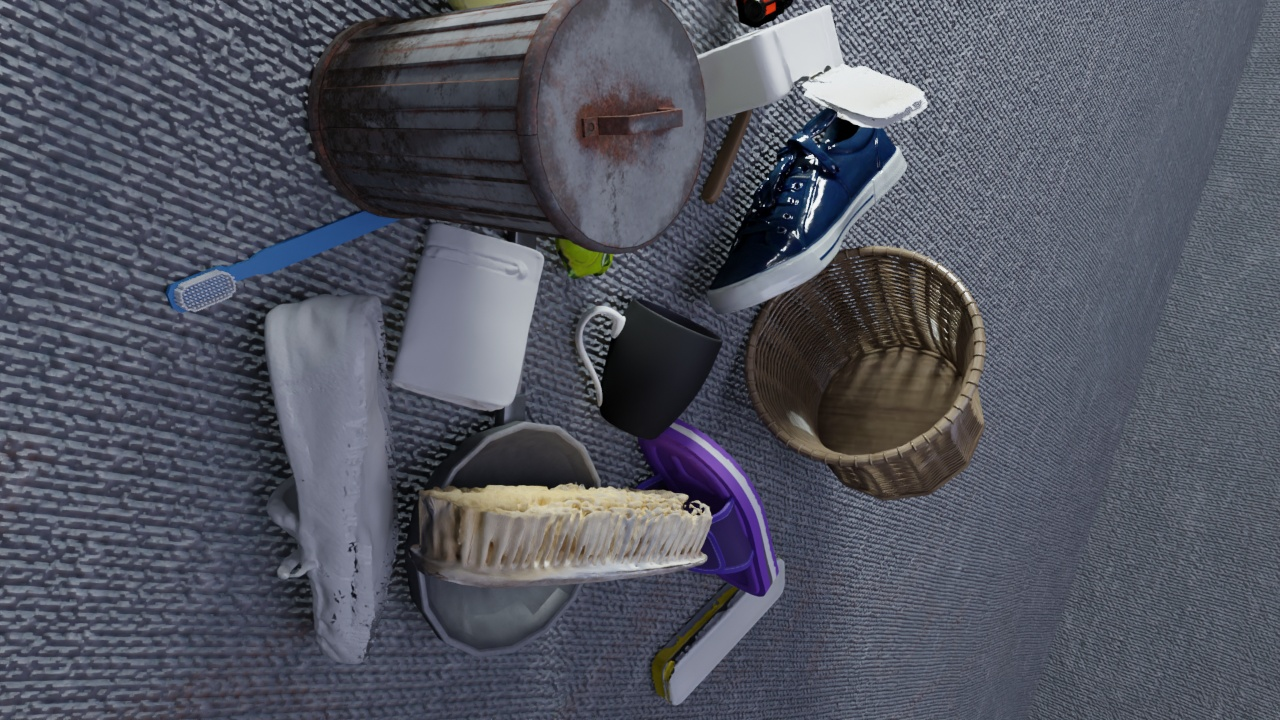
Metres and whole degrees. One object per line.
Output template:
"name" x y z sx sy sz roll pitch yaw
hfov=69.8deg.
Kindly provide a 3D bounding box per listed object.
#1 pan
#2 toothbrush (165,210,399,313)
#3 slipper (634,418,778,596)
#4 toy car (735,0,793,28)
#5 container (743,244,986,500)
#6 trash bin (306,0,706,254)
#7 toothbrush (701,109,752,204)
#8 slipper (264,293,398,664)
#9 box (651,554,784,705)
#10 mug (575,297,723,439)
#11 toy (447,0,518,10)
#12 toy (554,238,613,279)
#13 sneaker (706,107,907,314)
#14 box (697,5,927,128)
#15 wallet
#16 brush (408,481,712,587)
"pan" -0.099 0.043 0.685 0.178 0.041 0.357 -4 102 -47
"toothbrush" -0.198 -0.067 0.545 0.166 0.014 0.016 -33 127 -38
"slipper" 0.055 0.166 0.863 0.083 0.107 0.267 -52 141 -23
"toy car" 0.091 -0.329 0.757 0.051 0.049 0.100 -37 129 -36
"container" 0.246 0.028 0.945 0.226 0.227 0.196 -63 147 -11
"trash bin" -0.072 -0.132 0.505 0.130 0.211 0.131 -17 112 -47
"toothbrush" 0.092 -0.216 0.826 0.016 0.016 0.166 31 79 -50
"slipper" -0.189 0.080 0.566 0.112 0.075 0.247 -61 154 -66
"box" 0.089 0.287 1.002 0.208 0.033 0.064 -34 129 -36
"mug" -0.004 0.004 0.758 0.118 0.085 0.100 22 100 -21
"toy" -0.083 -0.282 0.560 0.154 0.065 0.170 -17 111 -55
"toy" -0.040 -0.110 0.696 0.094 0.036 0.093 49 55 -59
"sneaker" 0.145 -0.160 0.859 0.293 0.121 0.127 -47 112 -31
"box" 0.129 -0.234 0.729 0.110 0.191 0.083 -35 129 -33
"wallet" -0.115 -0.028 0.612 0.086 0.032 0.116 20 73 -21
"brush" -0.046 0.124 0.663 0.270 0.083 0.056 10 92 -48
